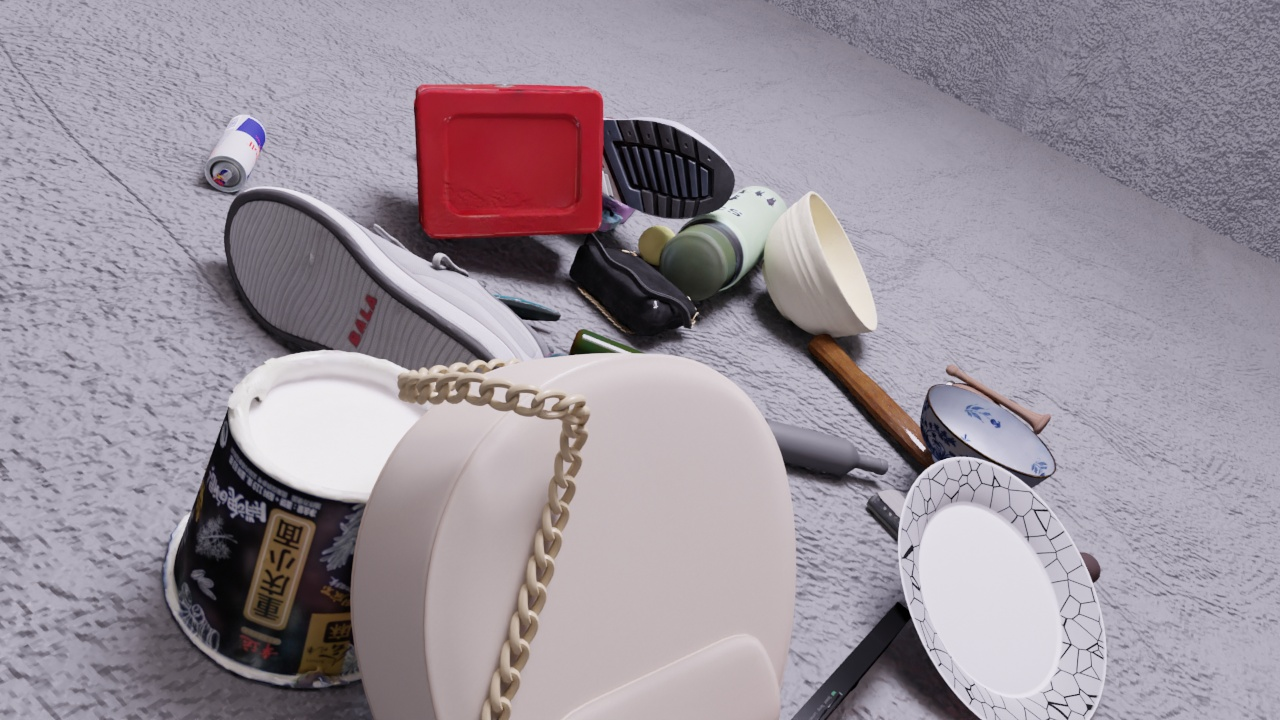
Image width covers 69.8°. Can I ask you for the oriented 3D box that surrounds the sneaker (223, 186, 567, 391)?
[{"bbox_3d":[-0.170,-0.045,0.641,0.263,0.097,0.128,31,19,14],"label":"sneaker"}]

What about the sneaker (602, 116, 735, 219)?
[{"bbox_3d":[-0.017,-0.203,0.911,0.240,0.089,0.124,16,17,10],"label":"sneaker"}]

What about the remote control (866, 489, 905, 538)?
[{"bbox_3d":[0.222,0.147,0.678,0.033,0.013,0.136,-6,43,-39],"label":"remote control"}]

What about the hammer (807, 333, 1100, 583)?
[{"bbox_3d":[0.245,0.081,0.782,0.115,0.033,0.323,2,36,-36],"label":"hammer"}]

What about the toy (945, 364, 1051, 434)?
[{"bbox_3d":[0.324,0.048,0.863,0.102,0.055,0.041,35,28,24],"label":"toy"}]

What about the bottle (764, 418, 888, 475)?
[{"bbox_3d":[0.145,0.073,0.723,0.113,0.030,0.030,15,32,-16],"label":"bottle"}]

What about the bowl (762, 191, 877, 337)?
[{"bbox_3d":[0.170,-0.085,0.919,0.151,0.075,0.150,45,32,-39],"label":"bowl"}]

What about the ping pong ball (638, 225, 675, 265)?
[{"bbox_3d":[0.017,-0.115,0.919,0.040,0.040,0.040,17,31,-11],"label":"ping pong ball"}]

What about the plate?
[{"bbox_3d":[0.240,0.157,0.616,0.188,0.016,0.188,15,57,-25],"label":"plate"}]

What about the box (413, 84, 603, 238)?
[{"bbox_3d":[-0.112,-0.170,0.785,0.157,0.134,0.110,-5,12,-17],"label":"box"}]

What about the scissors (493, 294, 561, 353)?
[{"bbox_3d":[-0.128,-0.038,0.719,0.147,0.019,0.123,-13,51,-38],"label":"scissors"}]

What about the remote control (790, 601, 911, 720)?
[{"bbox_3d":[0.116,0.184,0.525,0.013,0.034,0.149,39,33,23],"label":"remote control"}]

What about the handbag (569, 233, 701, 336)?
[{"bbox_3d":[-0.002,-0.065,0.818,0.079,0.054,0.128,-7,40,-47],"label":"handbag"}]

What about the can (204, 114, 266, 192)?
[{"bbox_3d":[-0.340,-0.176,0.774,0.032,0.032,0.095,13,32,-19],"label":"can"}]

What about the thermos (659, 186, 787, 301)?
[{"bbox_3d":[0.086,-0.118,0.934,0.082,0.082,0.230,30,28,10],"label":"thermos"}]

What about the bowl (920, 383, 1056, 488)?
[{"bbox_3d":[0.268,0.071,0.735,0.114,0.045,0.114,20,28,-12],"label":"bowl"}]

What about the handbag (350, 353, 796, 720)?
[{"bbox_3d":[-0.013,0.101,0.408,0.210,0.208,0.104,-8,5,-42],"label":"handbag"}]

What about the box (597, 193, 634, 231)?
[{"bbox_3d":[-0.110,-0.199,0.970,0.214,0.035,0.150,26,24,3],"label":"box"}]

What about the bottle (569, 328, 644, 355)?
[{"bbox_3d":[-0.004,0.004,0.732,0.106,0.025,0.025,22,30,-3],"label":"bottle"}]

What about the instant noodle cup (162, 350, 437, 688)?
[{"bbox_3d":[-0.150,0.068,0.447,0.137,0.112,0.137,18,31,-12],"label":"instant noodle cup"}]
